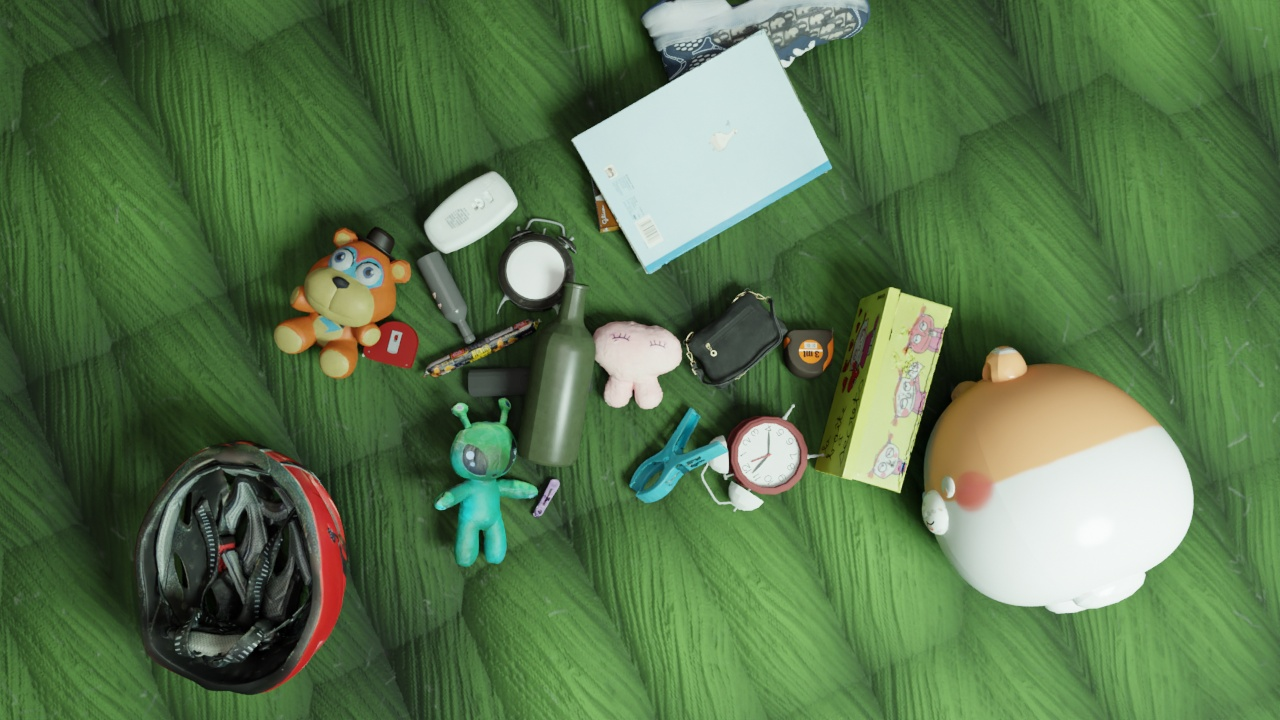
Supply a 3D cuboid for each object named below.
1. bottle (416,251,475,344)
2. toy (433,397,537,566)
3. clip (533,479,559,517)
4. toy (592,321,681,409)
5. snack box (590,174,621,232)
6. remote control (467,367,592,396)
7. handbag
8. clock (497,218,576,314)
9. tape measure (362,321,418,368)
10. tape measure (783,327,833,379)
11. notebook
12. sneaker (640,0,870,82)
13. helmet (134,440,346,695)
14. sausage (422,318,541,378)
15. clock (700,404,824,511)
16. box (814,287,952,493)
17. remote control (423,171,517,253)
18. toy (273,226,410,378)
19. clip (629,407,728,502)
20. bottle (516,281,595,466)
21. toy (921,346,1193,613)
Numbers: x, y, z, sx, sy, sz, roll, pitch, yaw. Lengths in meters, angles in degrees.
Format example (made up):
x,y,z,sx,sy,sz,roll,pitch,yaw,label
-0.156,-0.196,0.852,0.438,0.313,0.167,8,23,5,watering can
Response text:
x,y,z,sx,sy,sz,roll,pitch,yaw,label
-0.225,-0.072,1.082,0.030,0.030,0.113,-27,89,-4,bottle
-0.185,0.140,1.061,0.130,0.072,0.193,2,91,-42,toy
-0.114,0.167,1.088,0.014,0.045,0.050,29,44,-2,clip
-0.006,0.006,1.084,0.108,0.053,0.105,3,103,-4,toy
0.035,-0.220,1.100,0.186,0.031,0.101,-10,88,-3,snack box
-0.131,0.024,1.091,0.147,0.015,0.033,-2,88,-3,remote control
0.112,-0.027,1.088,0.128,0.054,0.079,-41,86,-1,handbag
-0.122,-0.109,1.082,0.091,0.044,0.122,10,87,-3,clock
-0.293,-0.021,1.082,0.059,0.019,0.051,14,87,-2,tape measure
0.201,-0.007,1.101,0.058,0.038,0.058,-1,74,-4,tape measure
0.074,-0.239,1.065,0.253,0.009,0.181,-29,104,1,notebook
0.139,-0.369,1.092,0.269,0.103,0.132,-7,103,-3,sneaker
-0.421,0.218,0.991,0.217,0.167,0.272,3,93,8,helmet
-0.187,-0.014,1.087,0.155,0.020,0.020,-25,89,-3,sausage
0.139,0.118,1.085,0.137,0.048,0.096,-31,90,-5,clock
0.276,0.036,1.061,0.080,0.124,0.221,18,89,-2,box
-0.202,-0.174,1.088,0.114,0.028,0.060,-38,90,-4,remote control
-0.336,-0.072,1.052,0.112,0.096,0.175,27,76,2,toy
0.044,0.123,1.070,0.120,0.103,0.027,-41,129,6,clip
-0.091,0.014,1.046,0.071,0.071,0.207,10,97,-3,bottle
0.433,0.131,0.999,0.265,0.263,0.280,-19,71,-6,toy
